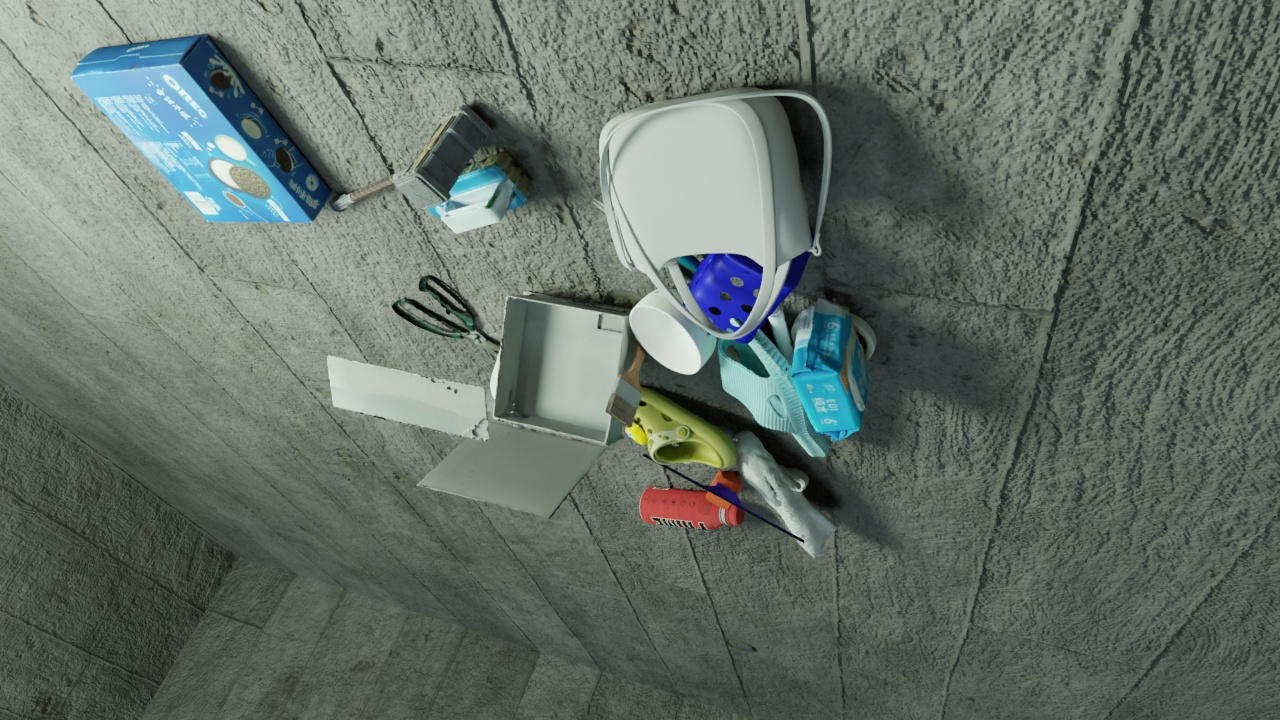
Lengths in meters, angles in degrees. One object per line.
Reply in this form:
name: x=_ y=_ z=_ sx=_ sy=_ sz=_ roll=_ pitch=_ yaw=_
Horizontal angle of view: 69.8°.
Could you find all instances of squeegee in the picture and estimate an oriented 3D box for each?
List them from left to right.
squeegee: x=0.123 y=0.187 z=1.348 sx=0.249 sy=0.055 sz=0.185 roll=28 pitch=175 yaw=6

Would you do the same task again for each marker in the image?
marker: x=0.159 y=-0.027 z=1.026 sx=0.017 sy=0.020 sz=0.133 roll=-5 pitch=152 yaw=15

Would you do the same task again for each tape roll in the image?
tape roll: x=0.214 y=-0.025 z=1.018 sx=0.093 sy=0.013 sz=0.093 roll=16 pitch=150 yaw=10

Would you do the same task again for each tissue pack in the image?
tissue pack: x=0.205 y=0.012 z=0.977 sx=0.062 sy=0.092 sz=0.144 roll=-2 pitch=144 yaw=24

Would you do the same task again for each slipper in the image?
slipper: x=0.041 y=0.108 z=1.262 sx=0.191 sy=0.081 sz=0.092 roll=26 pitch=156 yaw=24
slipper: x=0.153 y=0.043 z=1.081 sx=0.116 sy=0.069 sz=0.276 roll=49 pitch=177 yaw=43
slipper: x=0.206 y=0.186 z=1.307 sx=0.247 sy=0.074 sz=0.112 roll=49 pitch=160 yaw=-29

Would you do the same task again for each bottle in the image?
bottle: x=0.085 y=0.243 z=1.494 sx=0.177 sy=0.062 sz=0.062 roll=0 pitch=144 yaw=34

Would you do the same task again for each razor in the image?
razor: x=-0.197 y=0.086 z=1.458 sx=0.088 sy=0.047 sz=0.116 roll=19 pitch=158 yaw=6

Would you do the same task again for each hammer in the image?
hammer: x=-0.281 y=-0.198 z=1.020 sx=0.044 sy=0.098 sz=0.323 roll=42 pitch=154 yaw=-30

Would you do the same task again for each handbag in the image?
handbag: x=0.067 y=-0.119 z=0.806 sx=0.216 sy=0.095 sz=0.223 roll=0 pitch=113 yaw=34

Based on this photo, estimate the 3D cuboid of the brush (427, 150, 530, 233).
brush: x=-0.187 y=-0.172 z=0.989 sx=0.136 sy=0.075 sz=0.055 roll=-6 pitch=139 yaw=40

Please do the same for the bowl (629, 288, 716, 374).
bowl: x=0.043 y=-0.039 z=1.056 sx=0.105 sy=0.054 sz=0.105 roll=34 pitch=154 yaw=19

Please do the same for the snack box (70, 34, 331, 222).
snack box: x=-0.512 y=-0.263 z=1.082 sx=0.196 sy=0.056 sz=0.239 roll=5 pitch=145 yaw=28

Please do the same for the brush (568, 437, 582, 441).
brush: x=-0.126 y=0.077 z=1.399 sx=0.030 sy=0.040 sz=0.172 roll=26 pitch=158 yaw=32

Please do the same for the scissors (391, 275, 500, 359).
scissors: x=-0.269 y=-0.044 z=1.315 sx=0.155 sy=0.015 sz=0.209 roll=-9 pitch=136 yaw=39

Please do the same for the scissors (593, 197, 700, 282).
scissors: x=0.016 y=-0.128 z=0.976 sx=0.139 sy=0.019 sz=0.129 roll=18 pitch=157 yaw=23

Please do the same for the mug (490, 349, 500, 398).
mug: x=-0.141 y=0.017 z=1.264 sx=0.121 sy=0.091 sz=0.090 roll=-5 pitch=156 yaw=-20

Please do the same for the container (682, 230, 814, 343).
container: x=0.107 y=-0.088 z=0.918 sx=0.085 sy=0.084 sz=0.114 roll=27 pitch=149 yaw=-4

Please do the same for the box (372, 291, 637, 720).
box: x=-0.147 y=0.151 z=1.059 sx=0.167 sy=0.504 sz=0.149 roll=10 pitch=153 yaw=19

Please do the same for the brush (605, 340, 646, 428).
brush: x=-0.006 y=0.006 z=1.088 sx=0.008 sy=0.142 sz=0.045 roll=-5 pitch=149 yaw=41
